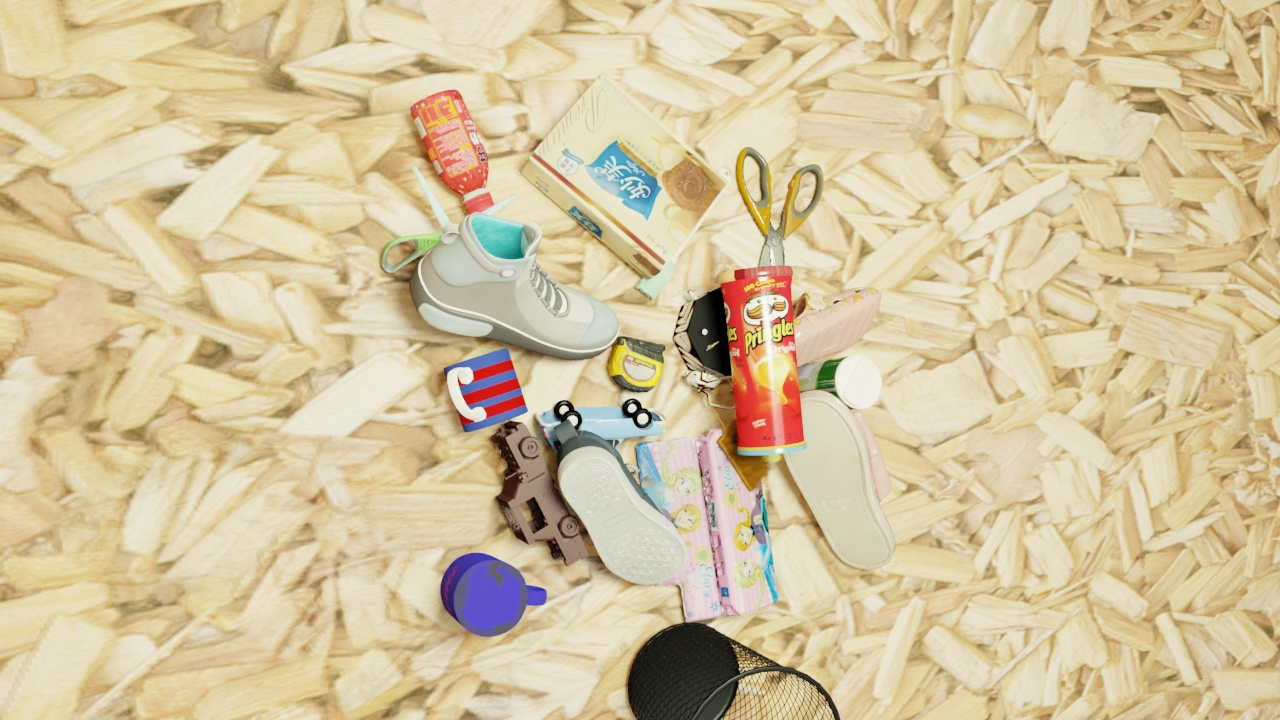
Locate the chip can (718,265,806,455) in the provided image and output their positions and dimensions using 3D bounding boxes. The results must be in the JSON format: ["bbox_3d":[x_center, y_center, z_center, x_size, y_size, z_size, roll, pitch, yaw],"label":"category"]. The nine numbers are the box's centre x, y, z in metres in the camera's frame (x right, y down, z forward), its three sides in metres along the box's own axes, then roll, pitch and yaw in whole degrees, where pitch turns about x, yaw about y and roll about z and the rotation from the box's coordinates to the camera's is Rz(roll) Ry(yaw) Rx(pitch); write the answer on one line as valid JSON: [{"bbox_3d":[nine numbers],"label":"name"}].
[{"bbox_3d":[0.144,0.000,1.075,0.087,0.087,0.213,-6,90,-22],"label":"chip can"}]

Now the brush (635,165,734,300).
[{"bbox_3d":[0.062,-0.168,1.173,0.033,0.012,0.217,38,71,-13],"label":"brush"}]

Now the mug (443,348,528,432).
[{"bbox_3d":[-0.177,0.035,1.007,0.075,0.111,0.076,-17,92,16],"label":"mug"}]

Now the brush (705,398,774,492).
[{"bbox_3d":[0.118,0.098,1.114,0.048,0.017,0.126,-48,114,-37],"label":"brush"}]

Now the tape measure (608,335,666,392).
[{"bbox_3d":[-0.007,0.006,1.113,0.065,0.037,0.064,12,80,-18],"label":"tape measure"}]

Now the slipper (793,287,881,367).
[{"bbox_3d":[0.230,-0.056,1.187,0.196,0.093,0.081,-23,56,-36],"label":"slipper"}]

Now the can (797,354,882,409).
[{"bbox_3d":[0.245,0.031,1.165,0.067,0.121,0.067,2,84,-21],"label":"can"}]

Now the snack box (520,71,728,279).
[{"bbox_3d":[-0.017,-0.223,1.116,0.207,0.055,0.153,39,71,-9],"label":"snack box"}]

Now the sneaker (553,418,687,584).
[{"bbox_3d":[-0.027,0.166,1.055,0.089,0.087,0.235,-30,122,3],"label":"sneaker"}]

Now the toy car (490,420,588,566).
[{"bbox_3d":[-0.124,0.155,1.037,0.061,0.070,0.170,-29,100,-21],"label":"toy car"}]

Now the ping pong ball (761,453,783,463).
[{"bbox_3d":[0.165,0.111,1.170,0.040,0.040,0.040,2,84,-21],"label":"ping pong ball"}]

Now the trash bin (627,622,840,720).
[{"bbox_3d":[0.087,0.391,1.010,0.184,0.210,0.184,-1,93,-19],"label":"trash bin"}]

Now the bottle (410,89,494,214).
[{"bbox_3d":[-0.207,-0.233,1.045,0.061,0.062,0.137,-26,101,-22],"label":"bottle"}]

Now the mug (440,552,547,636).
[{"bbox_3d":[-0.157,0.255,1.005,0.111,0.084,0.079,8,82,-21],"label":"mug"}]

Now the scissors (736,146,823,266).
[{"bbox_3d":[0.190,-0.175,1.220,0.175,0.016,0.225,-8,88,-22],"label":"scissors"}]

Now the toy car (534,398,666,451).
[{"bbox_3d":[-0.046,0.078,1.079,0.153,0.056,0.055,-1,103,-16],"label":"toy car"}]

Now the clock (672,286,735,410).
[{"bbox_3d":[0.107,-0.016,1.145,0.114,0.065,0.154,-5,86,-22],"label":"clock"}]

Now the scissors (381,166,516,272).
[{"bbox_3d":[-0.212,-0.142,1.038,0.171,0.021,0.173,-29,110,-2],"label":"scissors"}]

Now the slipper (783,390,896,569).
[{"bbox_3d":[0.255,0.148,1.158,0.054,0.114,0.274,-54,128,-49],"label":"slipper"}]

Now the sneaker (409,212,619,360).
[{"bbox_3d":[-0.108,-0.084,0.997,0.256,0.161,0.093,13,57,-30],"label":"sneaker"}]

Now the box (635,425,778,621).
[{"bbox_3d":[0.088,0.199,1.122,0.160,0.062,0.230,-8,88,-22],"label":"box"}]
